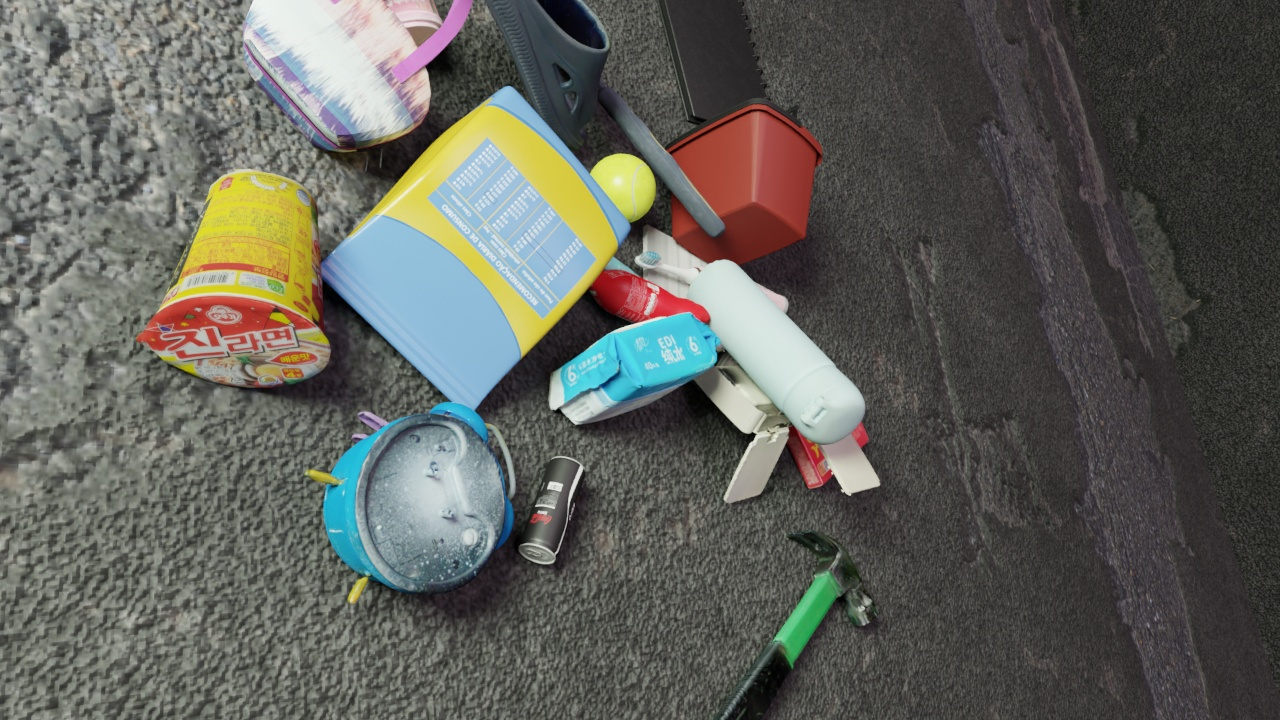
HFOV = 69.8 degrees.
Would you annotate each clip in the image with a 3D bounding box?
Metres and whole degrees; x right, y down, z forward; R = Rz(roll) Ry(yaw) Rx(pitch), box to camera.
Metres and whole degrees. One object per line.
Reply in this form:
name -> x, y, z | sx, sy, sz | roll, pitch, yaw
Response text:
clip -> -0.178, 0.054, 0.644 | 0.052, 0.013, 0.036 | 30, 54, -38

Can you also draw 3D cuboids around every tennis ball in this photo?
tennis ball -> -0.018, -0.163, 0.870 | 0.065, 0.065, 0.065 | 22, 58, -39

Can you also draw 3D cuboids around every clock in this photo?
clock -> -0.140, 0.092, 0.623 | 0.161, 0.060, 0.117 | -20, 95, -50

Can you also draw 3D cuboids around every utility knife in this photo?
utility knife -> -0.051, -0.107, 0.847 | 0.158, 0.015, 0.022 | 35, 49, -34

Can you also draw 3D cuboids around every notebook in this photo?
notebook -> 0.080, -0.041, 0.964 | 0.209, 0.009, 0.142 | 22, 57, -39
notebook -> 0.090, -0.385, 1.122 | 0.168, 0.019, 0.231 | -1, 74, -46

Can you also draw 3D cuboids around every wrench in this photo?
wrench -> -0.008, -0.227, 0.890 | 0.273, 0.022, 0.073 | 52, 14, 7

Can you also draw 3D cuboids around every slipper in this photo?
slipper -> -0.078, -0.286, 0.769 | 0.268, 0.083, 0.110 | 57, 11, -66

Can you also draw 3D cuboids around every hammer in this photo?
hammer -> 0.131, 0.275, 0.861 | 0.317, 0.032, 0.130 | -36, 101, -48

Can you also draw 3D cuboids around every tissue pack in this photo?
tissue pack -> -0.005, 0.005, 0.791 | 0.144, 0.093, 0.061 | -15, 77, -49

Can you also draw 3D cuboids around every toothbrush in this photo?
toothbrush -> 0.077, -0.079, 0.948 | 0.222, 0.027, 0.027 | 14, 49, -43

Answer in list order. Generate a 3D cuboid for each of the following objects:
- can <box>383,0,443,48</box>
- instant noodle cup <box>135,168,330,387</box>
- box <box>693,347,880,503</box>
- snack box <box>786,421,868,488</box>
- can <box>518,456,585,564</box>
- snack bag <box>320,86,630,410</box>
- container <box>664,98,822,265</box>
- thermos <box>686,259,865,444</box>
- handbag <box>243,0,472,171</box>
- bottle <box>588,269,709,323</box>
can -> -0.199, -0.285, 0.731 | 0.067, 0.067, 0.076 | -16, 85, -49
instant noodle cup -> -0.239, -0.055, 0.572 | 0.100, 0.101, 0.112 | 25, 48, -38
box -> 0.129, 0.071, 0.909 | 0.144, 0.101, 0.186 | -2, 57, -44
snack box -> 0.208, 0.077, 1.037 | 0.132, 0.021, 0.089 | -28, 94, -49
can -> -0.069, 0.116, 0.717 | 0.031, 0.032, 0.080 | 41, 48, -27
snack bag -> -0.125, -0.083, 0.705 | 0.159, 0.102, 0.204 | 47, 58, -21
container -> 0.109, -0.212, 0.965 | 0.127, 0.148, 0.200 | 26, 59, -38
thermos -> 0.125, -0.009, 0.864 | 0.077, 0.065, 0.207 | 15, 29, -52
handbag -> -0.191, -0.238, 0.665 | 0.169, 0.068, 0.144 | -47, 110, -18
bottle -> -0.001, -0.055, 0.851 | 0.141, 0.042, 0.041 | 22, 57, -24
